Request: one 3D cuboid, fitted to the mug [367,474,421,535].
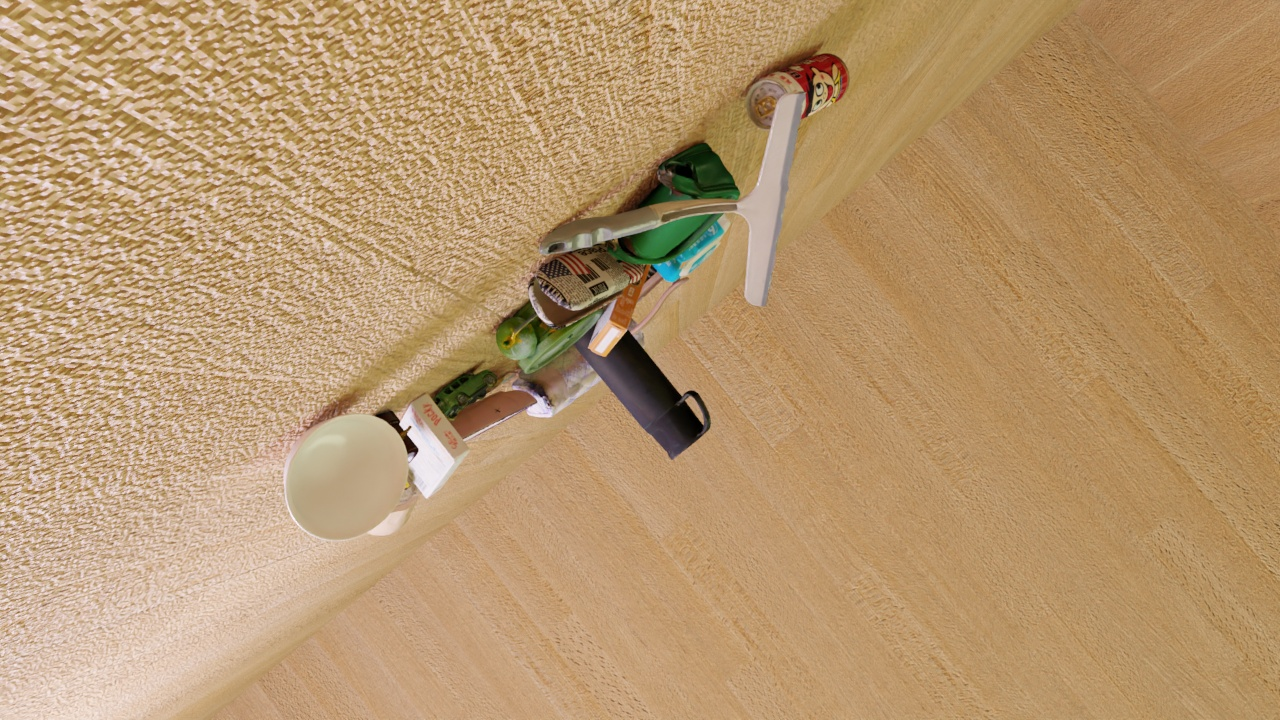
[{"bbox_3d":[-0.351,0.177,1.189,0.124,0.084,0.104,-7,159,-26],"label":"mug"}]

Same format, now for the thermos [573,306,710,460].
[{"bbox_3d":[-0.007,0.007,1.152,0.090,0.242,0.068,-43,175,32],"label":"thermos"}]

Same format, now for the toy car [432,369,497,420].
[{"bbox_3d":[-0.212,0.039,1.111,0.091,0.036,0.043,-34,172,-44],"label":"toy car"}]

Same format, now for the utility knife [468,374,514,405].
[{"bbox_3d":[-0.227,0.046,1.266,0.031,0.019,0.177,-35,-177,31],"label":"utility knife"}]

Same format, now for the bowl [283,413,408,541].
[{"bbox_3d":[-0.282,0.100,0.845,0.065,0.118,0.118,15,-139,44],"label":"bowl"}]

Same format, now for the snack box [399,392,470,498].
[{"bbox_3d":[-0.257,0.106,1.100,0.026,0.084,0.157,-35,175,-35],"label":"snack box"}]

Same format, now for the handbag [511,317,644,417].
[{"bbox_3d":[-0.099,0.006,1.394,0.193,0.075,0.134,-39,-161,-26],"label":"handbag"}]

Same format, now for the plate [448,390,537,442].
[{"bbox_3d":[-0.233,0.085,1.245,0.192,0.039,0.192,-28,180,0],"label":"plate"}]

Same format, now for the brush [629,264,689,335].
[{"bbox_3d":[-0.001,-0.093,1.329,0.145,0.073,0.063,-41,175,1],"label":"brush"}]

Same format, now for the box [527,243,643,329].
[{"bbox_3d":[-0.052,-0.091,0.958,0.077,0.075,0.163,-33,179,36],"label":"box"}]

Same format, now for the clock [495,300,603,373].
[{"bbox_3d":[-0.106,-0.042,1.046,0.116,0.056,0.161,-40,176,2],"label":"clock"}]

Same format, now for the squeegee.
[{"bbox_3d":[0.019,-0.133,0.871,0.246,0.039,0.247,-12,136,-15],"label":"squeegee"}]

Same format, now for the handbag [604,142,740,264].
[{"bbox_3d":[0.031,-0.161,0.955,0.132,0.068,0.120,-40,168,36],"label":"handbag"}]

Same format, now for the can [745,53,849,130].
[{"bbox_3d":[0.160,-0.272,0.926,0.132,0.053,0.053,-35,174,-45],"label":"can"}]

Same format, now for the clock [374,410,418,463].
[{"bbox_3d":[-0.289,0.104,0.995,0.081,0.055,0.122,-37,173,-38],"label":"clock"}]

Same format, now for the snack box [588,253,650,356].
[{"bbox_3d":[-0.019,-0.085,1.105,0.075,0.026,0.153,-47,-159,56],"label":"snack box"}]

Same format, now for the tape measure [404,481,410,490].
[{"bbox_3d":[-0.322,0.144,1.130,0.057,0.060,0.029,-30,173,-33],"label":"tape measure"}]

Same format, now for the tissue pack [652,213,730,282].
[{"bbox_3d":[0.064,-0.160,1.230,0.090,0.063,0.140,-39,176,-11],"label":"tissue pack"}]
